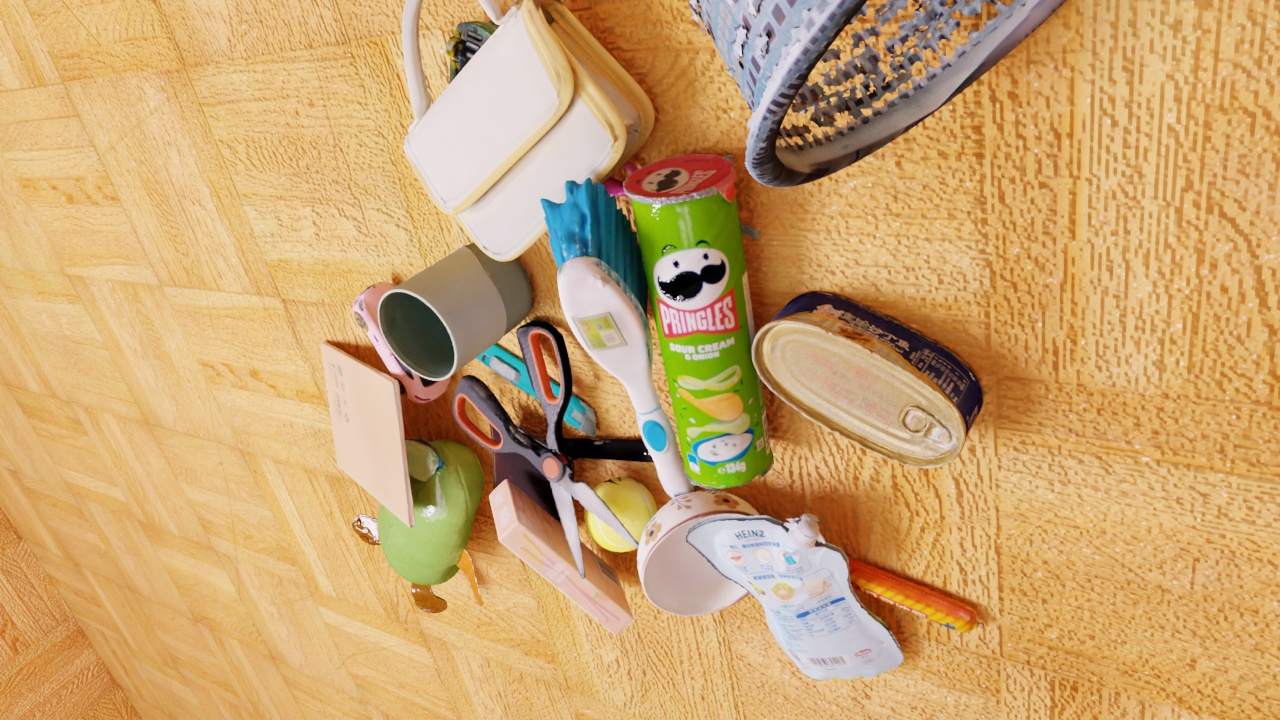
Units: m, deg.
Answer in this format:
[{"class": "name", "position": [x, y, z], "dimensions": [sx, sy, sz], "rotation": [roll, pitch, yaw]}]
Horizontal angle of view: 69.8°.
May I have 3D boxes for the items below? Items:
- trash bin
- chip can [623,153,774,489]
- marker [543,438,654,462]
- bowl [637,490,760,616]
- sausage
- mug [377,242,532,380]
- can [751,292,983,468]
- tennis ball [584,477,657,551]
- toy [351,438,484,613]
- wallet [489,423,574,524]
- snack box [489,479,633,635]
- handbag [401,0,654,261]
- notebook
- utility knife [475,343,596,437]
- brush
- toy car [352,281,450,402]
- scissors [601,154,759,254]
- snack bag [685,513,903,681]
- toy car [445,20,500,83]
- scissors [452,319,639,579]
[{"class": "trash bin", "position": [0.085, -0.222, 0.393], "dimensions": [0.195, 0.225, 0.227], "rotation": [55, 137, 11]}, {"class": "chip can", "position": [0.046, -0.020, 0.637], "dimensions": [0.072, 0.072, 0.236], "rotation": [10, 128, 33]}, {"class": "marker", "position": [-0.036, 0.080, 0.817], "dimensions": [0.132, 0.020, 0.022], "rotation": [-3, 98, 39]}, {"class": "bowl", "position": [0.048, 0.150, 0.757], "dimensions": [0.062, 0.113, 0.114], "rotation": [-116, 18, -56]}, {"class": "sausage", "position": [0.182, 0.172, 0.712], "dimensions": [0.165, 0.021, 0.021], "rotation": [19, 129, 27]}, {"class": "mug", "position": [-0.159, -0.046, 0.761], "dimensions": [0.112, 0.106, 0.082], "rotation": [10, 126, 32]}, {"class": "can", "position": [0.148, 0.011, 0.604], "dimensions": [0.148, 0.049, 0.075], "rotation": [29, 134, 18]}, {"class": "tennis ball", "position": [-0.017, 0.136, 0.810], "dimensions": [0.065, 0.065, 0.066], "rotation": [20, 130, 26]}, {"class": "toy", "position": [-0.228, 0.169, 0.981], "dimensions": [0.227, 0.089, 0.247], "rotation": [51, 135, 17]}, {"class": "wallet", "position": [-0.103, 0.110, 0.876], "dimensions": [0.096, 0.020, 0.122], "rotation": [28, 143, 18]}, {"class": "snack box", "position": [-0.073, 0.181, 0.847], "dimensions": [0.157, 0.026, 0.084], "rotation": [45, -176, -24]}, {"class": "handbag", "position": [-0.102, -0.172, 0.620], "dimensions": [0.179, 0.063, 0.164], "rotation": [47, 128, -12]}, {"class": "notebook", "position": [-0.282, 0.070, 0.937], "dimensions": [0.208, 0.008, 0.148], "rotation": [18, 115, 51]}, {"class": "utility knife", "position": [-0.123, 0.006, 0.836], "dimensions": [0.209, 0.013, 0.029], "rotation": [32, 117, 16]}, {"class": "brush", "position": [-0.004, 0.004, 0.690], "dimensions": [0.060, 0.109, 0.315], "rotation": [-12, 148, 9]}, {"class": "toy car", "position": [-0.222, -0.018, 0.867], "dimensions": [0.037, 0.056, 0.122], "rotation": [-13, 111, 46]}, {"class": "scissors", "position": [0.022, -0.100, 0.650], "dimensions": [0.133, 0.017, 0.129], "rotation": [22, 129, 20]}, {"class": "snack bag", "position": [0.124, 0.184, 0.718], "dimensions": [0.111, 0.038, 0.191], "rotation": [-8, 128, 39]}, {"class": "toy car", "position": [-0.116, -0.201, 0.668], "dimensions": [0.043, 0.036, 0.091], "rotation": [29, 131, 17]}, {"class": "scissors", "position": [-0.086, 0.074, 0.802], "dimensions": [0.222, 0.021, 0.221], "rotation": [8, 103, 32]}]
